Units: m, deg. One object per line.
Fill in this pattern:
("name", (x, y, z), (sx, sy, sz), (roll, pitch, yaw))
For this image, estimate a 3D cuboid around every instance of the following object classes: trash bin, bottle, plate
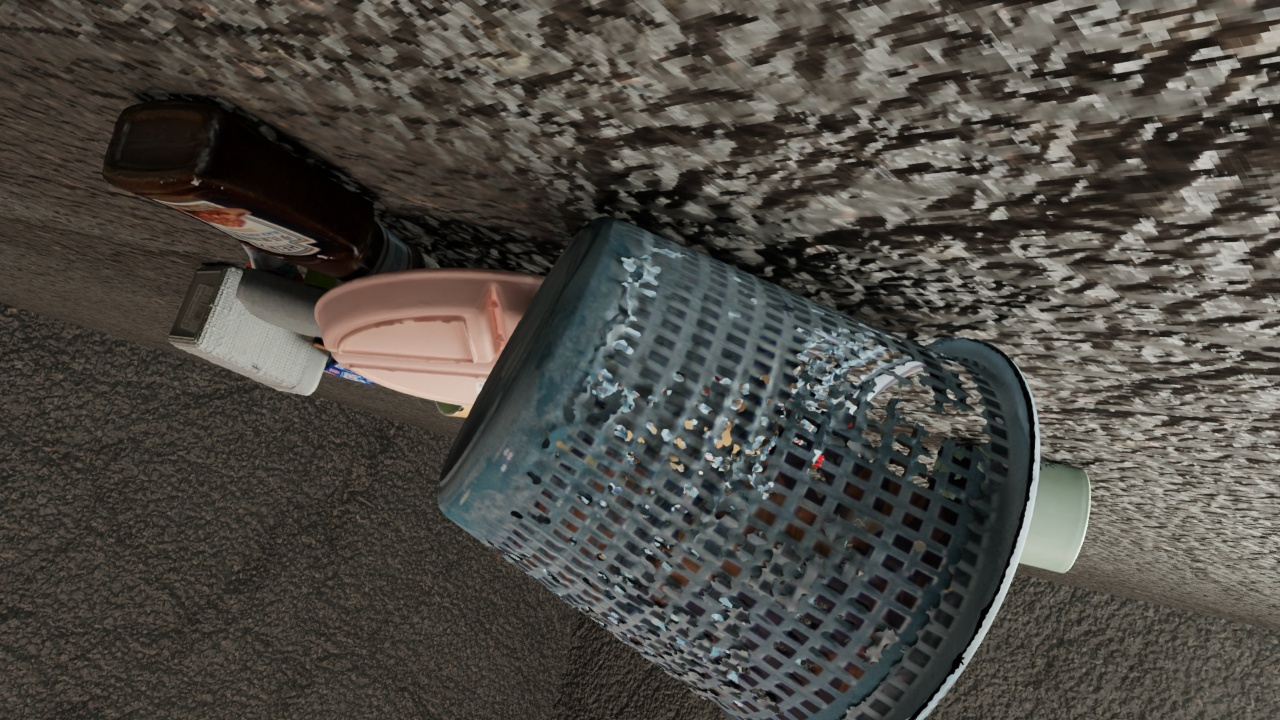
("trash bin", (0.026, 0.043, 0.422), (0.195, 0.226, 0.227), (30, 167, -11))
("bottle", (-0.174, -0.071, 0.484), (0.080, 0.044, 0.194), (6, 168, 24))
("plate", (-0.087, -0.003, 0.577), (0.229, 0.028, 0.230), (3, 164, 1))

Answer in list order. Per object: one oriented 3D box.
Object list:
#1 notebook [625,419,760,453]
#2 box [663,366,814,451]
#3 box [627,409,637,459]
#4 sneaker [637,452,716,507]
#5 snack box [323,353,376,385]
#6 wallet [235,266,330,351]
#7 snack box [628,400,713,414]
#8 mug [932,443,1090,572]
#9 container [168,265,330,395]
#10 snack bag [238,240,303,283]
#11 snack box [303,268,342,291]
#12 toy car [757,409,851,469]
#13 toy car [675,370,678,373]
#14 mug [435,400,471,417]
("notebook", (0.024, 0.066, 0.837), (0.150, 0.012, 0.211), (2, 168, 15))
("box", (0.054, 0.030, 0.614), (0.087, 0.076, 0.162), (-14, 176, -9))
("box", (-0.076, 0.072, 1.026), (0.169, 0.078, 0.091), (4, 166, 46))
("sneaker", (0.045, 0.121, 1.026), (0.088, 0.118, 0.241), (3, -174, -8))
("snack box", (-0.273, -0.011, 0.910), (0.057, 0.058, 0.208), (18, 169, -22))
("wallet", (-0.223, -0.025, 0.670), (0.129, 0.037, 0.107), (19, 169, -15))
("snack box", (0.020, 0.034, 0.830), (0.153, 0.025, 0.075), (13, 170, 11))
("mug", (0.288, 0.109, 0.734), (0.106, 0.082, 0.111), (12, -159, 13))
("container", (-0.355, -0.030, 0.845), (0.090, 0.090, 0.114), (4, 162, 45))
("snack bag", (-0.262, -0.071, 0.657), (0.045, 0.026, 0.105), (21, 167, -16))
("snack box", (-0.190, -0.041, 0.718), (0.086, 0.026, 0.156), (13, 170, 7))
("toy car", (0.124, 0.058, 0.741), (0.106, 0.049, 0.031), (18, 169, -20))
("toy car", (-0.004, 0.004, 0.686), (0.049, 0.031, 0.106), (17, 171, -11))
("mug", (-0.119, 0.024, 0.849), (0.122, 0.078, 0.078), (17, 171, -37))
